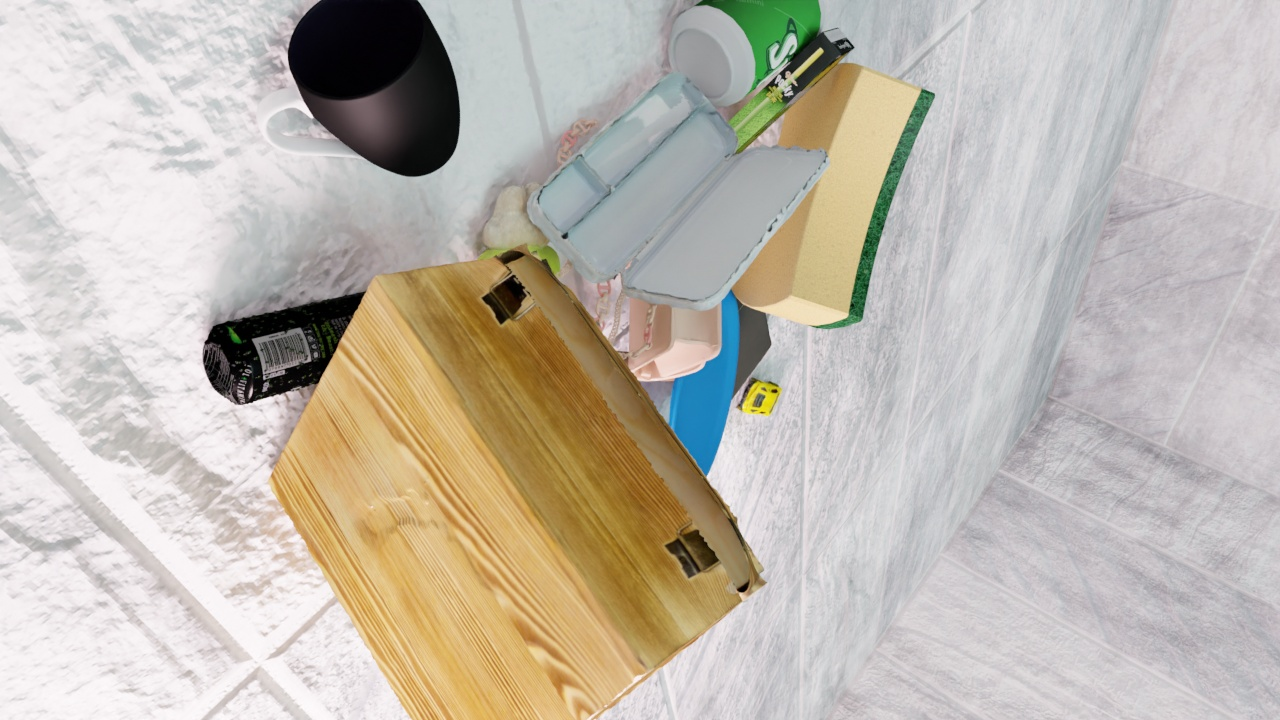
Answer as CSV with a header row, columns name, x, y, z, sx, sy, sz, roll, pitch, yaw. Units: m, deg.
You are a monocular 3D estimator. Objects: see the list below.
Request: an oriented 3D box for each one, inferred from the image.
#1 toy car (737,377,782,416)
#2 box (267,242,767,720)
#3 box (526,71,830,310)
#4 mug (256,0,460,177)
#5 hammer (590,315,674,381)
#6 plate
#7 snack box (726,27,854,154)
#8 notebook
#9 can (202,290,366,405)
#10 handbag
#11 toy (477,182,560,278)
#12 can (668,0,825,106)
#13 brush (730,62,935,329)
name,x,y,z,sx,sy,sz,roll,pitch,yaw
toy car,0.168,0.053,1.262,0.106,0.030,0.049,8,106,-59
box,-0.063,0.090,0.626,0.220,0.279,0.259,-17,154,-47
box,0.034,-0.134,0.738,0.210,0.186,0.084,-52,169,-29
mug,-0.167,-0.153,0.556,0.119,0.085,0.100,-25,157,-2
hammer,-0.006,0.005,0.926,0.327,0.052,0.098,5,110,-55
plate,0.060,0.033,0.950,0.224,0.024,0.224,12,89,-72
snack box,0.131,-0.249,0.866,0.148,0.025,0.080,-40,-177,31
notebook,0.095,-0.020,1.097,0.169,0.029,0.209,-50,146,-18
can,-0.215,-0.012,0.609,0.137,0.054,0.054,-21,131,-48
handbag,-0.025,-0.085,0.803,0.187,0.117,0.198,8,74,-26
toy,-0.098,-0.085,0.736,0.091,0.046,0.115,-19,123,-50
can,0.095,-0.292,0.813,0.139,0.088,0.088,-43,145,-29
brush,0.184,-0.162,0.927,0.195,0.075,0.250,-144,-110,-77
